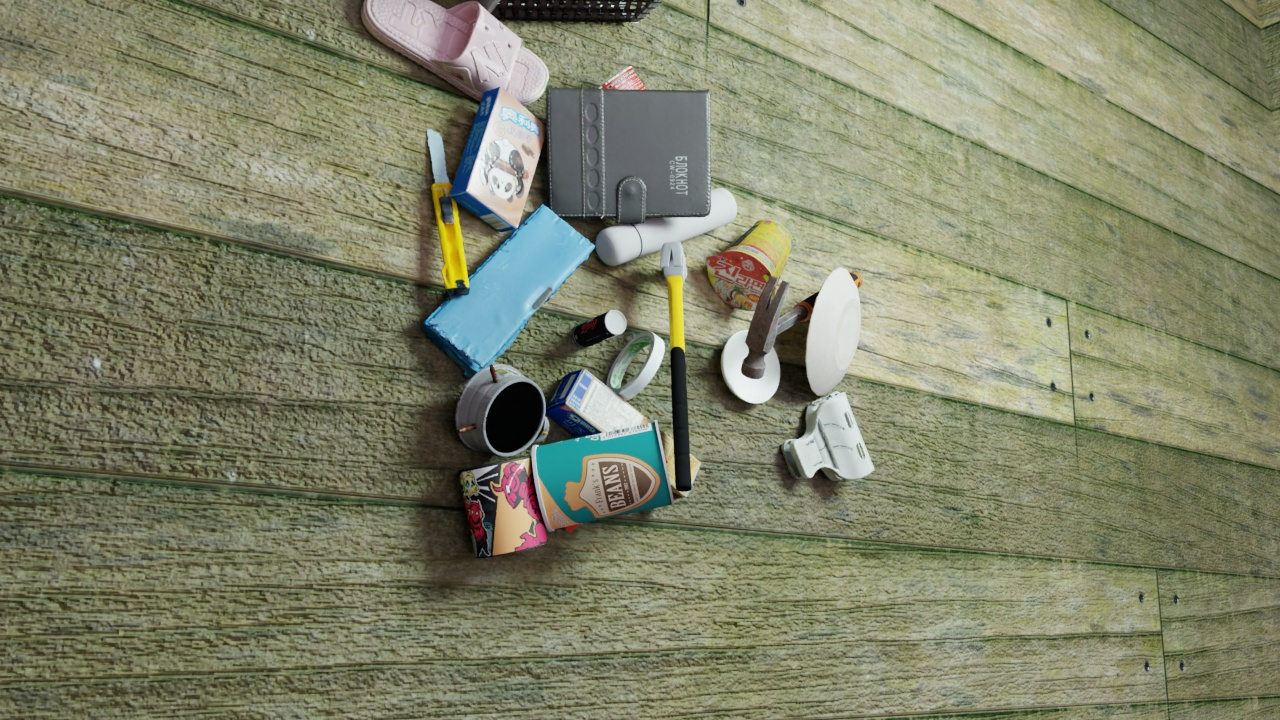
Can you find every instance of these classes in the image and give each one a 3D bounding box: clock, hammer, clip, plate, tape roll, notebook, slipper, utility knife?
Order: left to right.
[{"bbox_3d":[-0.228,-0.174,1.069,0.030,0.019,0.217,-4,70,-27],"label":"utility knife"},{"bbox_3d":[-0.214,-0.383,1.106,0.239,0.065,0.094,20,70,-27],"label":"slipper"},{"bbox_3d":[-0.150,0.064,1.050,0.147,0.056,0.104,34,78,-48],"label":"clock"},{"bbox_3d":[-0.014,-0.258,1.160,0.209,0.029,0.169,-1,98,-5],"label":"notebook"},{"bbox_3d":[-0.007,0.007,1.144,0.018,0.094,0.093,36,63,-23],"label":"tape roll"},{"bbox_3d":[0.047,0.002,1.148,0.029,0.127,0.323,-4,71,5],"label":"hammer"},{"bbox_3d":[0.149,0.011,1.288,0.104,0.026,0.104,8,75,-33],"label":"plate"},{"bbox_3d":[0.244,-0.087,1.317,0.313,0.035,0.138,-29,137,-48],"label":"hammer"},{"bbox_3d":[0.279,0.117,1.321,0.151,0.099,0.126,-21,90,-45],"label":"clip"},{"bbox_3d":[0.289,-0.040,1.335,0.188,0.027,0.189,-27,122,-53],"label":"plate"}]

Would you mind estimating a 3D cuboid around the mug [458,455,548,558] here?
[{"bbox_3d":[-0.144,0.161,1.037,0.117,0.082,0.098,-4,81,-62],"label":"mug"}]

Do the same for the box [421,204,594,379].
[{"bbox_3d":[-0.151,-0.088,1.092,0.093,0.054,0.230,48,59,-15],"label":"box"}]

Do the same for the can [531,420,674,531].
[{"bbox_3d":[-0.042,0.131,1.043,0.144,0.099,0.099,-12,86,0],"label":"can"}]

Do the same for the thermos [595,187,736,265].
[{"bbox_3d":[0.036,-0.180,1.236,0.223,0.052,0.052,-25,94,-35],"label":"thermos"}]

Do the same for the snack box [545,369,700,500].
[{"bbox_3d":[-0.021,0.096,1.140,0.206,0.057,0.056,40,58,-20],"label":"snack box"}]

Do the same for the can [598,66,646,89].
[{"bbox_3d":[-0.014,-0.312,1.210,0.086,0.087,0.116,-43,104,-32],"label":"can"}]

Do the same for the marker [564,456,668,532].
[{"bbox_3d":[-0.031,0.155,1.100,0.145,0.021,0.023,-33,106,-5],"label":"marker"}]

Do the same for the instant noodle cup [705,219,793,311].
[{"bbox_3d":[0.165,-0.141,1.295,0.100,0.101,0.112,51,49,-14],"label":"instant noodle cup"}]

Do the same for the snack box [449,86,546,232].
[{"bbox_3d":[-0.170,-0.242,1.109,0.087,0.034,0.151,34,61,-45],"label":"snack box"}]

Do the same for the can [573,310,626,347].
[{"bbox_3d":[-0.051,-0.039,1.131,0.031,0.081,0.031,8,76,-32],"label":"can"}]

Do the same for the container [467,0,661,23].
[{"bbox_3d":[-0.087,-0.571,1.124,0.243,0.246,0.247,-17,90,-32],"label":"container"}]
